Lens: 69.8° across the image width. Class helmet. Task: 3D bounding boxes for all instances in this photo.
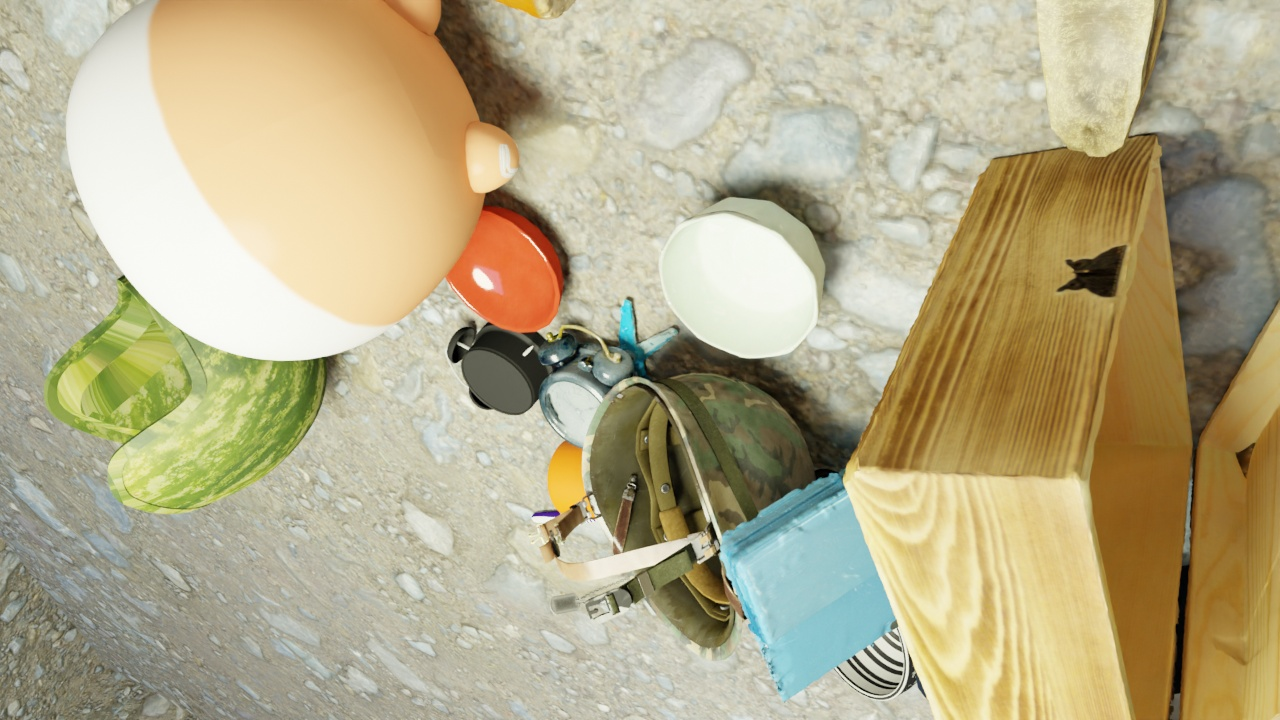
[{"bbox_3d":[0.026,0.123,0.706,0.193,0.235,0.224,-1,92,59],"label":"helmet"},{"bbox_3d":[-0.443,0.016,0.942,0.213,0.247,0.243,33,-176,33],"label":"helmet"}]

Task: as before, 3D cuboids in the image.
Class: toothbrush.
[{"bbox_3d":[-0.054,0.165,0.979,0.187,0.016,0.015,-12,120,41],"label":"toothbrush"}]

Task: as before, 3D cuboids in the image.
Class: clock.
[{"bbox_3d":[-0.044,0.021,0.797,0.090,0.052,0.130,16,129,26],"label":"clock"},{"bbox_3d":[-0.134,0.009,0.867,0.121,0.042,0.091,3,129,33],"label":"clock"}]

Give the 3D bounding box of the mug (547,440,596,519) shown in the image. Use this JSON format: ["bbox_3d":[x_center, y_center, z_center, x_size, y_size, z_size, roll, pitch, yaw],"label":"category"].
[{"bbox_3d":[-0.017,0.120,0.874,0.096,0.077,0.112,-2,150,36],"label":"mug"}]

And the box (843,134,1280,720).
[{"bbox_3d":[0.272,0.062,0.458,0.221,0.278,0.259,-1,127,34],"label":"box"}]

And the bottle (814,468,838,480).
[{"bbox_3d":[0.130,0.162,0.825,0.045,0.045,0.185,33,139,4],"label":"bottle"}]

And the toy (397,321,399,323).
[{"bbox_3d":[-0.247,-0.094,0.835,0.112,0.067,0.087,38,116,-20],"label":"toy"}]

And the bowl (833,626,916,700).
[{"bbox_3d":[0.212,0.227,0.804,0.120,0.066,0.120,35,132,50],"label":"bowl"}]

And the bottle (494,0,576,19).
[{"bbox_3d":[-0.117,-0.272,0.582,0.167,0.059,0.059,26,138,12],"label":"bottle"}]

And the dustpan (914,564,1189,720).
[{"bbox_3d":[0.310,0.200,0.621,0.236,0.272,0.080,-9,103,4],"label":"dustpan"}]

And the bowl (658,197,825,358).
[{"bbox_3d":[0.077,-0.065,0.639,0.117,0.061,0.118,19,137,19],"label":"bowl"}]

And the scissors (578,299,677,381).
[{"bbox_3d":[-0.003,0.005,0.799,0.127,0.012,0.138,49,136,-13],"label":"scissors"}]

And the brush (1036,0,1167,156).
[{"bbox_3d":[0.220,-0.188,0.438,0.059,0.043,0.195,7,130,29],"label":"brush"}]

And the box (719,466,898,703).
[{"bbox_3d":[0.176,0.133,0.650,0.033,0.231,0.175,43,160,54],"label":"box"}]

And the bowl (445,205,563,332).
[{"bbox_3d":[-0.113,-0.082,0.773,0.122,0.035,0.122,19,136,19],"label":"bowl"}]

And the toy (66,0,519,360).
[{"bbox_3d":[-0.234,-0.141,0.647,0.281,0.265,0.263,-24,98,15],"label":"toy"}]
